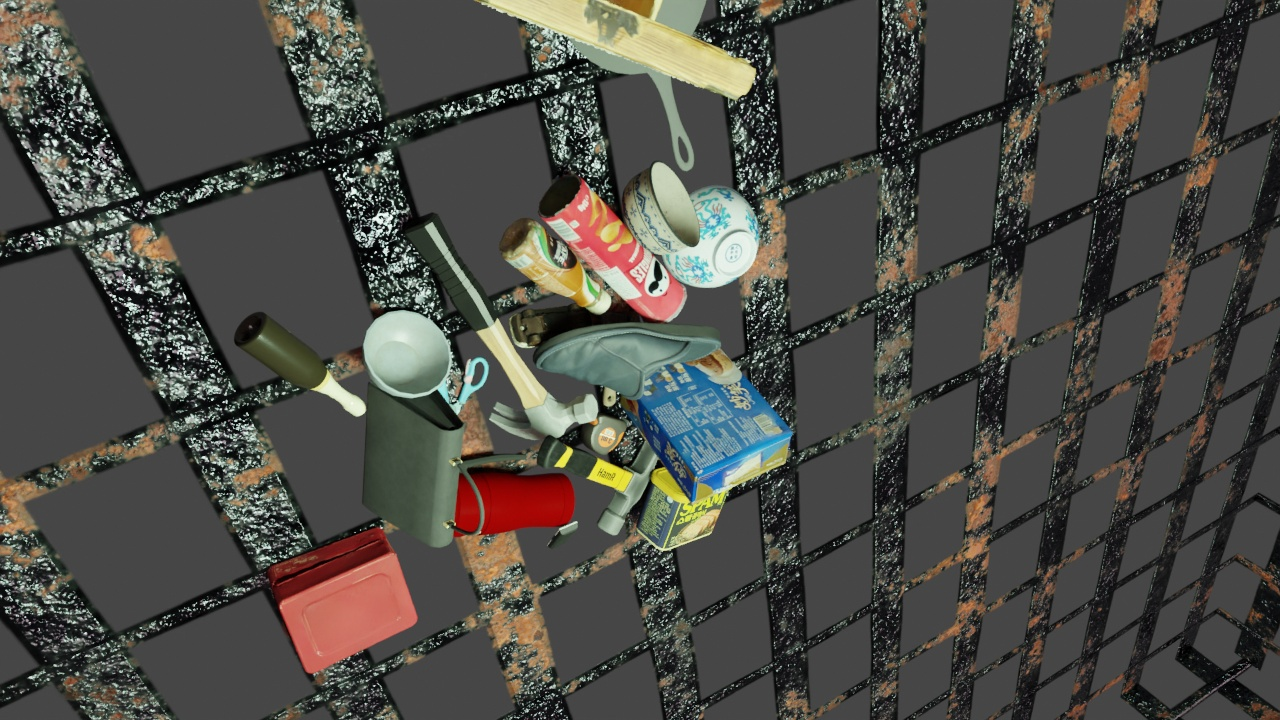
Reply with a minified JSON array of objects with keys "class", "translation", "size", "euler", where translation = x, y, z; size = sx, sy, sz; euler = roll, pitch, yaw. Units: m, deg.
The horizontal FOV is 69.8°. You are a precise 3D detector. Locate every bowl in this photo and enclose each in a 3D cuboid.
[{"class":"bowl","translation":[0.109,-0.154,1.230],"size":[0.143,0.074,0.144],"euler":[-15,124,-24]},{"class":"bowl","translation":[-0.280,-0.002,1.079],"size":[0.106,0.106,0.039],"euler":[6,157,-35]},{"class":"bowl","translation":[0.020,-0.183,1.142],"size":[0.059,0.115,0.115],"euler":[-23,137,26]}]

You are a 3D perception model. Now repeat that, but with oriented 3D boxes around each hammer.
[{"class":"hammer","translation":[-0.057,0.145,1.252],"size":[0.170,0.034,0.324],"euler":[-61,155,-3]},{"class":"hammer","translation":[-0.180,-0.032,1.112],"size":[0.131,0.039,0.328],"euler":[-15,123,23]}]

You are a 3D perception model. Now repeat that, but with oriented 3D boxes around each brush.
[{"class":"brush","translation":[-0.040,-0.001,1.271],"size":[0.038,0.012,0.151],"euler":[-10,122,-27]}]

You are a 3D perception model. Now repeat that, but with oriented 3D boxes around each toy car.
[{"class":"toy car","translation":[-0.115,-0.043,1.180],"size":[0.112,0.048,0.041],"euler":[-8,165,-26]}]

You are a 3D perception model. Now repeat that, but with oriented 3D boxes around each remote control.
[{"class":"remote control","translation":[-0.113,0.255,1.332],"size":[0.028,0.011,0.124],"euler":[-21,165,-21]}]

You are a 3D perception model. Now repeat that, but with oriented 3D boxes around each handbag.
[{"class":"handbag","translation":[-0.247,0.138,1.097],"size":[0.072,0.196,0.176],"euler":[-16,126,-43]}]

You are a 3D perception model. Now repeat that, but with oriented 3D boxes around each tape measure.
[{"class":"tape measure","translation":[-0.056,0.103,1.310],"size":[0.058,0.038,0.059],"euler":[20,91,-39]}]

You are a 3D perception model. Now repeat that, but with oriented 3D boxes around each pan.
[{"class":"pan","translation":[0.016,-0.375,1.074],"size":[0.216,0.024,0.355],"euler":[-31,129,-13]}]

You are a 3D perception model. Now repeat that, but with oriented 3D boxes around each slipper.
[{"class":"slipper","translation":[-0.007,0.007,1.205],"size":[0.265,0.083,0.109],"euler":[-1,159,-27]}]

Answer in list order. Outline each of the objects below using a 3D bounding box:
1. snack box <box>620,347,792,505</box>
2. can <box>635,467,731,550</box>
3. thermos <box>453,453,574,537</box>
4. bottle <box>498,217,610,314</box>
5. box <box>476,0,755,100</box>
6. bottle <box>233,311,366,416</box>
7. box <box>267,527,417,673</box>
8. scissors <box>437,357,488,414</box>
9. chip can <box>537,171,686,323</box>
[{"class":"snack box","translation":[0.086,0.080,1.268],"size":[0.154,0.202,0.069],"euler":[-22,140,-20]},{"class":"can","translation":[0.067,0.221,1.416],"size":[0.135,0.075,0.104],"euler":[-8,125,-46]},{"class":"thermos","translation":[-0.193,0.181,1.246],"size":[0.198,0.084,0.108],"euler":[3,86,-36]},{"class":"bottle","translation":[-0.099,-0.110,1.138],"size":[0.059,0.059,0.167],"euler":[-50,131,3]},{"class":"box","translation":[-0.050,-0.402,0.801],"size":[0.278,0.336,0.287],"euler":[10,114,-30]},{"class":"bottle","translation":[-0.379,0.013,1.049],"size":[0.045,0.045,0.184],"euler":[-43,138,-3]},{"class":"box","translation":[-0.385,0.309,1.191],"size":[0.157,0.098,0.130],"euler":[-20,121,-21]},{"class":"scissors","translation":[-0.250,0.056,1.174],"size":[0.095,0.015,0.142],"euler":[11,105,-37]},{"class":"chip can","translation":[-0.033,-0.136,1.156],"size":[0.073,0.073,0.233],"euler":[-47,130,0]}]
